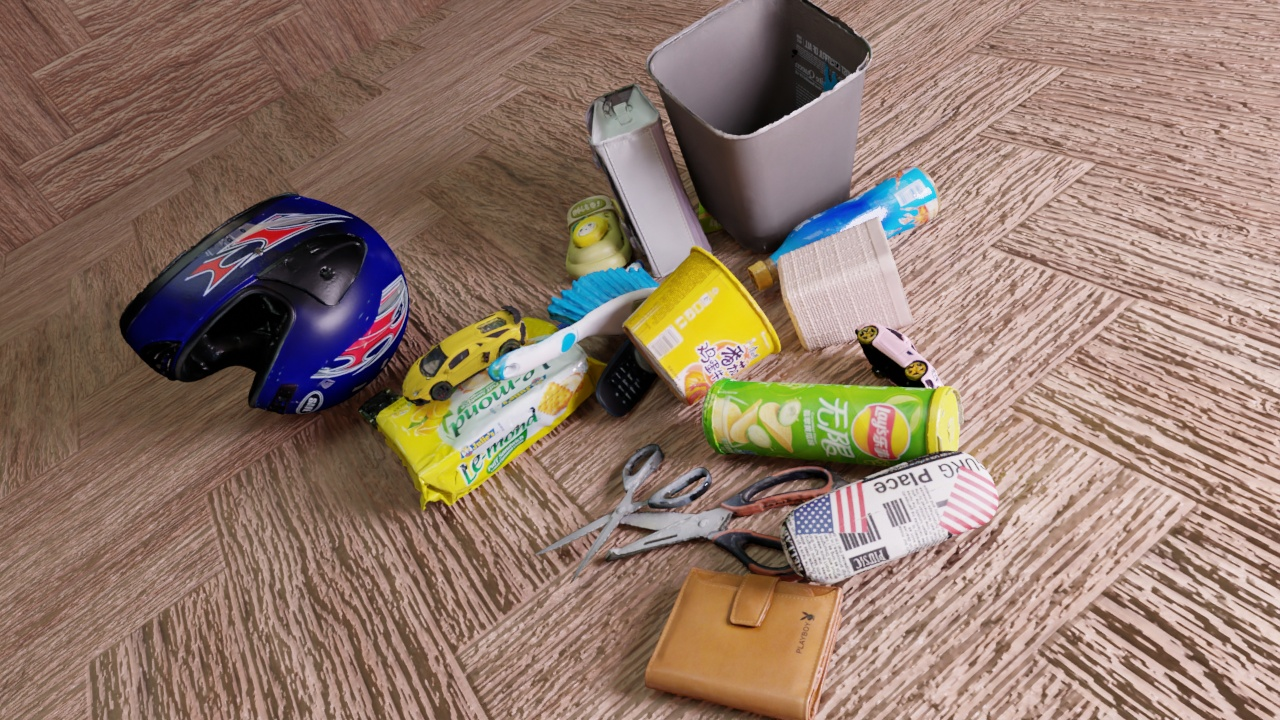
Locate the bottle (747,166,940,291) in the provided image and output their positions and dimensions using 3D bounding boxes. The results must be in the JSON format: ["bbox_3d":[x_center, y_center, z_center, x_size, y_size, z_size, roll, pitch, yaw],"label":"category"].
[{"bbox_3d":[0.221,-0.139,1.012,0.218,0.065,0.065,-28,36,-1],"label":"bottle"}]

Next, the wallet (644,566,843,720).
[{"bbox_3d":[0.080,0.211,0.693,0.132,0.031,0.107,2,46,31],"label":"wallet"}]

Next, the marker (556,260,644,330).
[{"bbox_3d":[-0.049,-0.077,1.141,0.145,0.017,0.017,-42,39,-20],"label":"marker"}]

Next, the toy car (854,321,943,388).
[{"bbox_3d":[0.239,0.004,0.831,0.037,0.056,0.122,-36,37,-2],"label":"toy car"}]

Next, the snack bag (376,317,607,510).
[{"bbox_3d":[-0.164,0.051,1.007,0.246,0.068,0.158,-36,37,-15],"label":"snack bag"}]

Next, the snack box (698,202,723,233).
[{"bbox_3d":[0.123,-0.230,1.217,0.086,0.026,0.156,-14,38,17],"label":"snack box"}]

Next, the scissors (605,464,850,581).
[{"bbox_3d":[0.077,0.143,0.789,0.189,0.015,0.222,-40,38,-18],"label":"scissors"}]

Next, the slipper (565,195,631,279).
[{"bbox_3d":[-0.067,-0.178,1.226,0.092,0.081,0.190,-21,33,12],"label":"slipper"}]

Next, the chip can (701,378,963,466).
[{"bbox_3d":[0.160,0.054,0.801,0.222,0.072,0.072,2,44,33],"label":"chip can"}]

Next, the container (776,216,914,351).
[{"bbox_3d":[0.203,-0.074,0.923,0.111,0.090,0.089,-18,37,16],"label":"container"}]

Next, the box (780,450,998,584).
[{"bbox_3d":[0.185,0.115,0.683,0.163,0.075,0.081,-19,3,-2],"label":"box"}]

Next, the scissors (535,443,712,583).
[{"bbox_3d":[-0.015,0.134,0.842,0.181,0.014,0.159,-20,27,13],"label":"scissors"}]

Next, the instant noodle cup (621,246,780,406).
[{"bbox_3d":[0.056,-0.028,0.925,0.109,0.138,0.138,-40,37,-3],"label":"instant noodle cup"}]

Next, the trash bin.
[{"bbox_3d":[0.144,-0.264,1.052,0.198,0.220,0.199,-33,54,-8],"label":"trash bin"}]

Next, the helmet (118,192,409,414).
[{"bbox_3d":[-0.434,-0.050,1.145,0.314,0.240,0.248,-48,3,-38],"label":"helmet"}]

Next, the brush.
[{"bbox_3d":[-0.065,-0.041,0.977,0.109,0.061,0.313,27,31,37],"label":"brush"}]

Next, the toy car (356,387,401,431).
[{"bbox_3d":[-0.310,0.063,1.114,0.048,0.032,0.105,-40,26,-18],"label":"toy car"}]

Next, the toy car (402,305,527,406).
[{"bbox_3d":[-0.194,-0.004,1.003,0.155,0.041,0.071,-32,35,-9],"label":"toy car"}]

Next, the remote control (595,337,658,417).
[{"bbox_3d":[-0.006,0.006,0.984,0.024,0.053,0.136,-21,26,53],"label":"remote control"}]

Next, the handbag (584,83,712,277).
[{"bbox_3d":[0.006,-0.223,1.135,0.098,0.197,0.144,-20,36,8],"label":"handbag"}]
